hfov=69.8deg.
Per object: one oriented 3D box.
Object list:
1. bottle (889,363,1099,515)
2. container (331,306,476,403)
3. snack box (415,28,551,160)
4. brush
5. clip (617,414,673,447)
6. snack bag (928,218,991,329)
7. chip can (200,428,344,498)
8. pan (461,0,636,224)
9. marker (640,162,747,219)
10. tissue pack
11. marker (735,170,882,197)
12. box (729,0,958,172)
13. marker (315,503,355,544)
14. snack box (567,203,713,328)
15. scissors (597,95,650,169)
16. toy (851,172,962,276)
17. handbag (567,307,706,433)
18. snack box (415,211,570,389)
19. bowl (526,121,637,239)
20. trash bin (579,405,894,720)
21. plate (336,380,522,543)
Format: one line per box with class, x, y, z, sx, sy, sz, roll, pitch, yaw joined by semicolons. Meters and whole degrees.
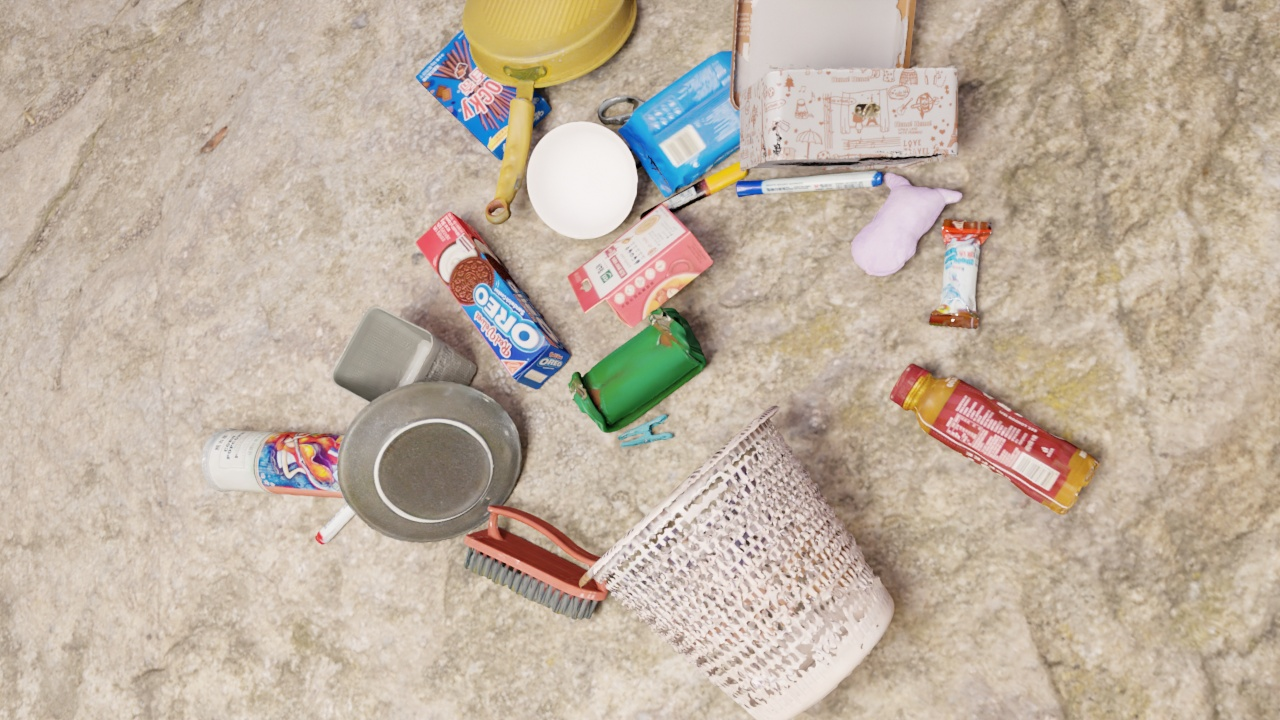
bottle;0.304;0.063;0.803;0.175;0.057;0.057;34;87;22
container;-0.238;0.012;0.951;0.090;0.114;0.090;25;84;21
snack box;-0.184;-0.311;1.065;0.084;0.026;0.157;-45;68;1
brush;-0.095;0.194;0.888;0.146;0.063;0.069;21;96;19
clip;0.004;0.074;0.915;0.057;0.015;0.049;-18;74;13
snack bag;0.299;-0.081;0.859;0.048;0.026;0.104;7;78;31
chip can;-0.359;0.110;0.975;0.215;0.071;0.071;0;76;22
pan;-0.118;-0.313;1.009;0.198;0.078;0.356;6;62;18
marker;0.055;-0.174;0.965;0.124;0.015;0.018;-25;69;12
tissue pack;0.064;-0.249;0.951;0.157;0.052;0.095;-34;90;6
marker;0.168;-0.178;0.922;0.146;0.017;0.017;0;76;22
box;0.187;-0.276;0.846;0.183;0.157;0.193;-3;99;-7
marker;-0.296;0.142;0.987;0.145;0.017;0.017;-47;68;1
snack box;-0.003;-0.089;0.911;0.127;0.044;0.113;-37;27;5
scissors;0.031;-0.263;0.995;0.170;0.014;0.159;31;86;20
toy;0.244;-0.129;0.882;0.084;0.039;0.108;31;87;40
handbag;-0.005;0.005;0.880;0.131;0.120;0.068;-35;75;4
snack box;-0.158;-0.065;0.978;0.057;0.058;0.207;-41;68;6
bowl;-0.054;-0.191;0.966;0.118;0.064;0.118;3;105;13
trash bin;0.093;0.181;0.768;0.227;0.227;0.192;-43;81;2
plate;-0.203;0.105;0.898;0.179;0.179;0.024;-45;28;2
